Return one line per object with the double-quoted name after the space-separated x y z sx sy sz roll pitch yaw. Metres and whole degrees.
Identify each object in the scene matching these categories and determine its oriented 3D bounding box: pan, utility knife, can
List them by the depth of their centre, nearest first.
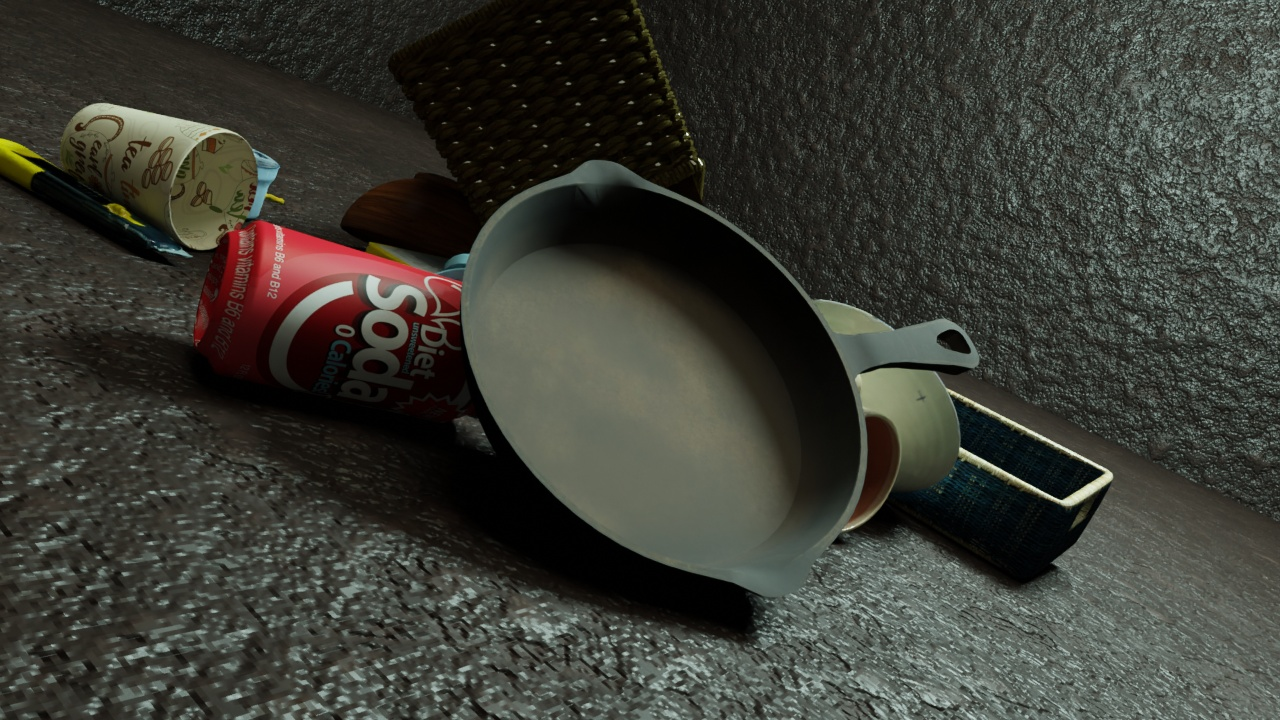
-0.139 -0.016 0.458 0.142 0.074 0.074 16 14 -33 "can"
0.063 0.005 0.504 0.355 0.043 0.248 -3 60 -36 "pan"
-0.347 -0.100 0.574 0.171 0.020 0.028 28 14 15 "utility knife"

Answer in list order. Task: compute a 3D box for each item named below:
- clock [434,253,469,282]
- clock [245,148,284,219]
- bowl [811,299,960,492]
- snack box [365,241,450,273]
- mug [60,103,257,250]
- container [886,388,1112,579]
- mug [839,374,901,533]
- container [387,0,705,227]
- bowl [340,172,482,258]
-0.098 -0.034 0.566 0.087 0.042 0.122 29 56 26 "clock"
-0.348 -0.150 0.721 0.089 0.052 0.124 32 14 28 "clock"
0.141 0.044 0.681 0.177 0.177 0.057 30 54 30 "bowl"
-0.103 -0.022 0.647 0.201 0.042 0.092 30 13 27 "snack box"
-0.319 -0.122 0.626 0.097 0.081 0.122 21 -12 11 "mug"
0.270 0.090 0.762 0.187 0.071 0.145 32 24 34 "container"
0.105 0.042 0.602 0.085 0.111 0.104 -5 19 -39 "mug"
-0.045 -0.152 0.774 0.205 0.176 0.321 64 2 1 "container"
-0.175 -0.121 0.791 0.147 0.069 0.147 18 -4 1 "bowl"
